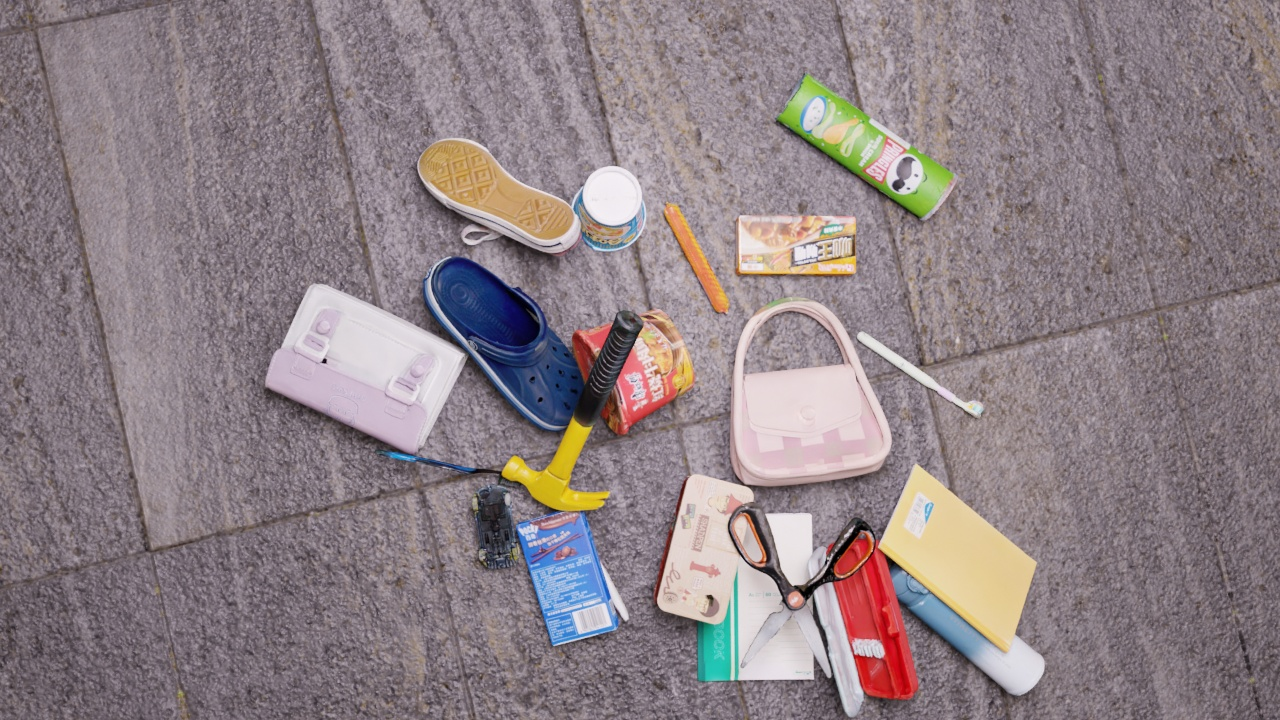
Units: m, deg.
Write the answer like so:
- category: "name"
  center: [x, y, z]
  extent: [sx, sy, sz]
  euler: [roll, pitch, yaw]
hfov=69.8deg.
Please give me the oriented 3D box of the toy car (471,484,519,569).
- category: "toy car"
  center: [-0.179, 0.204, 1.136]
  extent: [0.049, 0.031, 0.105]
  euler: [-8, 92, -4]

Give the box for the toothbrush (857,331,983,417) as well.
- category: "toothbrush"
  center: [0.362, 0.016, 1.192]
  extent: [0.189, 0.029, 0.020]
  euler: [32, 126, -1]

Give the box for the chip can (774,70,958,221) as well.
- category: "chip can"
  center: [0.287, -0.273, 1.172]
  extent: [0.236, 0.072, 0.072]
  euler: [34, 85, -1]

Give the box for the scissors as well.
- category: "scissors"
  center: [0.183, 0.261, 1.084]
  extent: [0.233, 0.022, 0.221]
  euler: [-42, 90, -11]

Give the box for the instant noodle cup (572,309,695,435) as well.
- category: "instant noodle cup"
  center: [-0.007, 0.007, 1.113]
  extent: [0.108, 0.138, 0.138]
  euler: [-25, 89, -15]

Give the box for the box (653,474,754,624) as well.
- category: "box"
  center: [0.078, 0.230, 1.128]
  extent: [0.091, 0.077, 0.168]
  euler: [15, 82, 0]

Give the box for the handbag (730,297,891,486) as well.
- category: "handbag"
  center: [0.200, 0.037, 1.154]
  extent: [0.193, 0.093, 0.234]
  euler: [-6, 80, -5]

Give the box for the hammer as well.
- category: "hammer"
  center: [-0.063, 0.065, 1.044]
  extent: [0.129, 0.032, 0.302]
  euler: [29, 127, 4]

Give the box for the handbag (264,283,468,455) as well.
- category: "handbag"
  center: [-0.328, 0.011, 1.104]
  extent: [0.197, 0.098, 0.145]
  euler: [25, 94, -5]

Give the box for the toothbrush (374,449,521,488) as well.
- category: "toothbrush"
  center: [-0.230, 0.131, 1.112]
  extent: [0.189, 0.014, 0.016]
  euler: [15, 101, -26]

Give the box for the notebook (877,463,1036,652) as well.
- category: "notebook"
  center: [0.401, 0.244, 1.151]
  extent: [0.206, 0.010, 0.145]
  euler: [39, 53, -2]

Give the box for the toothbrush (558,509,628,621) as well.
- category: "toothbrush"
  center: [-0.063, 0.245, 1.151]
  extent: [0.017, 0.016, 0.187]
  euler: [-28, 90, 3]

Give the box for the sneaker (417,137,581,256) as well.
- category: "sneaker"
  center: [-0.171, -0.189, 1.129]
  extent: [0.241, 0.088, 0.118]
  euler: [31, 72, 19]

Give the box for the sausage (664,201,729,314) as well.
- category: "sausage"
  center: [0.072, -0.131, 1.174]
  extent: [0.021, 0.021, 0.165]
  euler: [-28, 90, -5]

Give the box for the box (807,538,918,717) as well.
- category: "box"
  center: [0.259, 0.329, 1.128]
  extent: [0.100, 0.096, 0.201]
  euler: [-13, 87, -43]

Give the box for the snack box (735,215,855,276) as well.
- category: "snack box"
  center: [0.199, -0.147, 1.182]
  extent: [0.153, 0.026, 0.075]
  euler: [0, 88, -4]

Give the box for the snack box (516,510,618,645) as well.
- category: "snack box"
  center: [-0.090, 0.265, 1.133]
  extent: [0.084, 0.026, 0.157]
  euler: [-17, 90, 7]

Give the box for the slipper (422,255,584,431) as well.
- category: "slipper"
  center: [-0.146, -0.029, 1.088]
  extent: [0.253, 0.095, 0.104]
  euler: [48, 57, -15]

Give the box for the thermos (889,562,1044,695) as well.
- category: "thermos"
  center: [0.404, 0.329, 1.155]
  extent: [0.220, 0.070, 0.070]
  euler: [40, 85, -3]

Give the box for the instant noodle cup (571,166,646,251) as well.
- category: "instant noodle cup"
  center: [-0.037, -0.189, 1.125]
  extent: [0.099, 0.110, 0.099]
  euler: [0, 87, -5]

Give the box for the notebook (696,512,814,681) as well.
- category: "notebook"
  center: [0.145, 0.300, 1.166]
  extent: [0.150, 0.012, 0.209]
  euler: [0, 88, -3]
